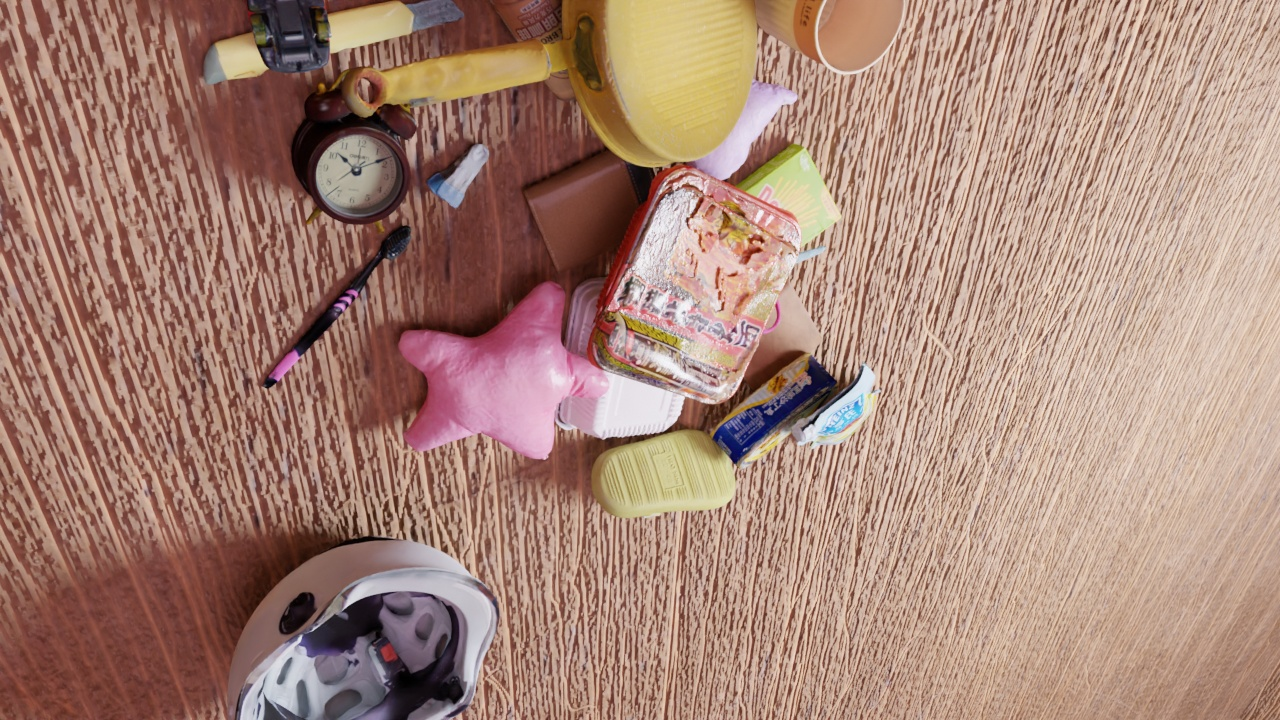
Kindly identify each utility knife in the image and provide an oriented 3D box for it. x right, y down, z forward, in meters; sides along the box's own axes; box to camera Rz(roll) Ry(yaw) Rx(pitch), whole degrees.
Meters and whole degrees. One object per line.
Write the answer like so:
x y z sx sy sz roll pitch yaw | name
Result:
-0.217 -0.231 0.652 0.188 0.020 0.031 -16 133 -11 | utility knife

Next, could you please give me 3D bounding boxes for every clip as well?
-0.144 -0.153 0.747 0.058 0.045 0.027 -48 129 -4 | clip

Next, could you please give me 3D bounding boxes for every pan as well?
-0.042 -0.220 0.652 0.356 0.078 0.198 -31 121 -43 | pan

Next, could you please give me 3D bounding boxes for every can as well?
0.149 0.056 1.013 0.148 0.049 0.075 -38 161 -7 | can
-0.070 -0.257 0.687 0.058 0.058 0.116 -38 131 0 | can

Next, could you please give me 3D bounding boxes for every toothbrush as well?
-0.254 -0.041 0.768 0.189 0.017 0.014 -46 133 9 | toothbrush

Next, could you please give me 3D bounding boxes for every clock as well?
-0.212 -0.157 0.683 0.082 0.055 0.122 4 118 -30 | clock

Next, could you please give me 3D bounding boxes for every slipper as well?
0.016 0.129 1.005 0.190 0.091 0.082 -2 163 -38 | slipper

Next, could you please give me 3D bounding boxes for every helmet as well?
-0.274 0.268 0.891 0.258 0.146 0.229 -49 133 -1 | helmet

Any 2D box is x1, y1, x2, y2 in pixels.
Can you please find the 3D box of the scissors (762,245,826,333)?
0.125 -0.093 0.931 0.131 0.017 0.133 11 105 -19 | scissors

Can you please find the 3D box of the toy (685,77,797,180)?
0.077 -0.211 0.815 0.084 0.039 0.108 28 110 -21 | toy

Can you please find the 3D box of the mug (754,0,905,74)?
0.161 -0.302 0.750 0.114 0.106 0.081 -44 132 5 | mug

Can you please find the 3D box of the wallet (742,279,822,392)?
0.140 -0.023 0.996 0.101 0.020 0.115 -39 135 1 | wallet

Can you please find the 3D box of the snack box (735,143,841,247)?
0.111 -0.129 0.887 0.156 0.026 0.086 -36 119 -1 | snack box

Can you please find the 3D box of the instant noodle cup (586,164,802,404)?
0.041 -0.068 0.807 0.164 0.079 0.189 20 99 -32 | instant noodle cup

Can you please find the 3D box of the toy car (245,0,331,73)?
-0.239 -0.253 0.606 0.052 0.045 0.121 -11 112 -19 | toy car

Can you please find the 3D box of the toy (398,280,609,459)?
-0.130 0.030 0.843 0.194 0.074 0.179 -22 119 0 | toy

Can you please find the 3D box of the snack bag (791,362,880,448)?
0.222 0.058 1.026 0.110 0.039 0.191 -37 163 10 | snack bag

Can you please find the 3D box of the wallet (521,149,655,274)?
-0.038 -0.136 0.810 0.115 0.033 0.090 -28 128 -8 | wallet

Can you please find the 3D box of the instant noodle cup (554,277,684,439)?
-0.005 0.005 0.909 0.137 0.060 0.174 -5 125 -26 | instant noodle cup
